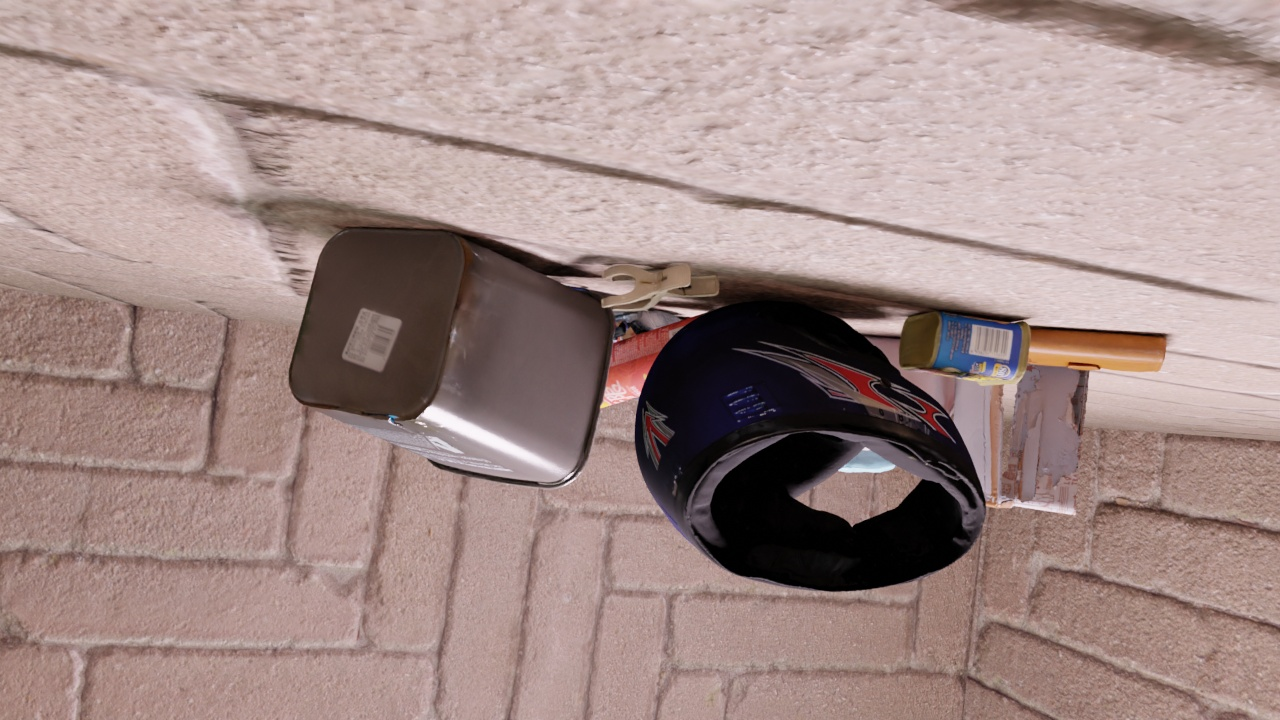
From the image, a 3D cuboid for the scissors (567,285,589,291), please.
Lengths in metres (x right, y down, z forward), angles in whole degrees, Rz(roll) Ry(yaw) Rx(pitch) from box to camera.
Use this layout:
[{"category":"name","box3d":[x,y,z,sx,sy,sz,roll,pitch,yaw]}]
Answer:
[{"category":"scissors","box3d":[-0.132,-0.078,0.978,0.162,0.012,0.175,6,176,24]}]

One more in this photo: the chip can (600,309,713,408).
[{"category":"chip can","box3d":[-0.006,0.006,1.036,0.217,0.073,0.073,-19,168,20]}]

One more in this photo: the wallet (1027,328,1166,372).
[{"category":"wallet","box3d":[0.419,-0.009,0.866,0.132,0.031,0.107,7,176,27]}]

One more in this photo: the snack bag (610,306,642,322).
[{"category":"snack bag","box3d":[-0.085,-0.049,1.057,0.110,0.039,0.191,-9,-173,-35]}]

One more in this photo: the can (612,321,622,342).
[{"category":"can","box3d":[-0.070,-0.019,1.143,0.094,0.066,0.066,-17,178,-3]}]

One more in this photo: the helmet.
[{"category":"helmet","box3d":[0.150,0.068,0.886,0.315,0.248,0.240,14,-147,-15]}]

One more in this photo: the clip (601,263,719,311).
[{"category":"clip","box3d":[0.011,-0.062,0.765,0.100,0.034,0.070,-1,172,33]}]

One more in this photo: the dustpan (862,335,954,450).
[{"category":"dustpan","box3d":[0.284,0.045,1.151,0.223,0.138,0.273,5,176,29]}]

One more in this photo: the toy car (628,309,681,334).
[{"category":"toy car","box3d":[0.020,-0.040,1.088,0.090,0.043,0.034,15,130,-47]}]

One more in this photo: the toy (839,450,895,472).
[{"category":"toy","box3d":[0.250,0.098,1.109,0.156,0.050,0.161,25,-132,30]}]

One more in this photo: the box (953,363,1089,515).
[{"category":"box","box3d":[0.404,0.073,1.003,0.148,0.181,0.146,6,177,28]}]

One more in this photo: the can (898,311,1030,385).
[{"category":"can","box3d":[0.294,-0.012,0.843,0.083,0.057,0.102,9,177,-2]}]

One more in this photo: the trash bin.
[{"category":"trash bin","box3d":[-0.162,-0.003,0.804,0.199,0.198,0.219,6,169,25]}]

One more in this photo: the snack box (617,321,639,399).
[{"category":"snack box","box3d":[-0.046,-0.015,1.208,0.113,0.125,0.053,6,152,8]}]

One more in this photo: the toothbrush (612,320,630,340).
[{"category":"toothbrush","box3d":[-0.017,-0.042,1.094,0.017,0.014,0.188,-23,-175,9]}]
